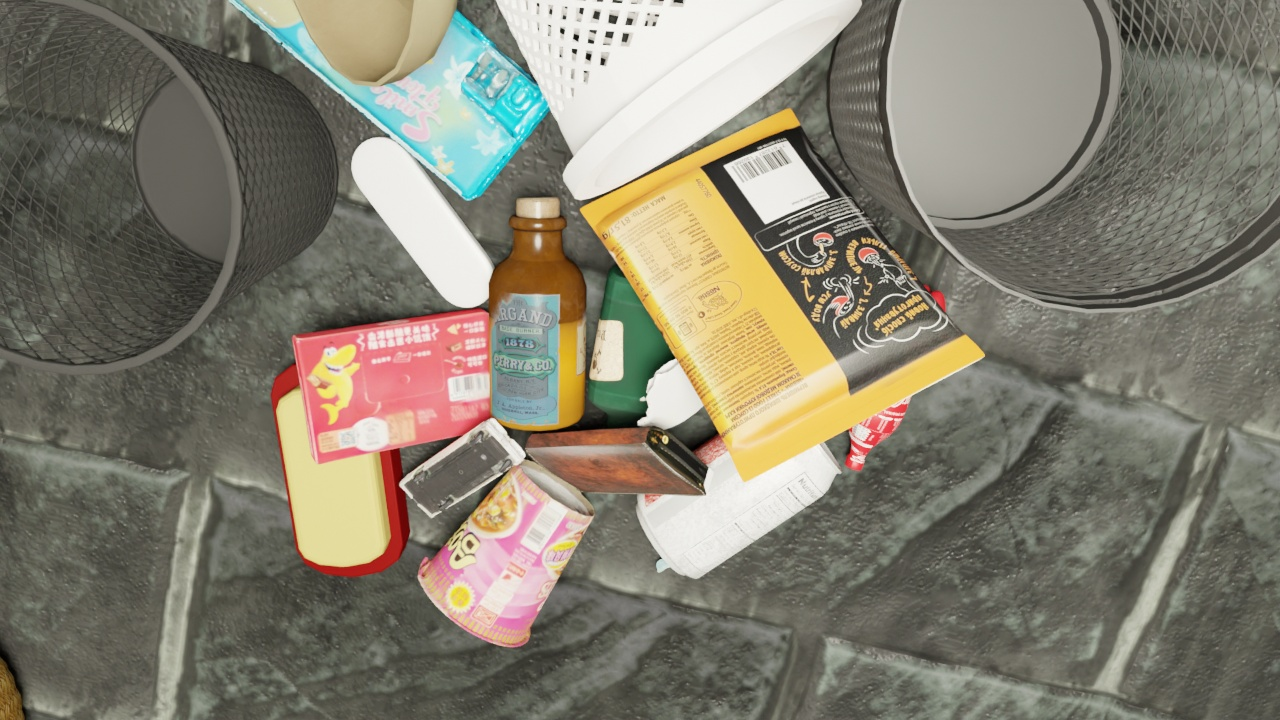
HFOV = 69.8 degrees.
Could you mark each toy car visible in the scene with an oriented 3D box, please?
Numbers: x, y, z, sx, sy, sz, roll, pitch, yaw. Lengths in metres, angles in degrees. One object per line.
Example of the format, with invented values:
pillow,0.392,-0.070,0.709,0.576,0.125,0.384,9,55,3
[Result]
toy car,-0.128,0.075,0.666,0.113,0.038,0.039,-34,103,33

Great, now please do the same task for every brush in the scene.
brush,-0.224,0.082,0.683,0.082,0.041,0.173,-3,105,1

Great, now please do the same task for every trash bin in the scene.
trash bin,0.219,-0.157,0.515,0.218,0.227,0.218,0,105,1
trash bin,-0.011,-0.232,0.531,0.196,0.195,0.199,-32,93,9
trash bin,-0.285,-0.109,0.544,0.184,0.210,0.184,0,105,1

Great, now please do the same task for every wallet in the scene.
wallet,-0.017,0.070,0.635,0.123,0.019,0.072,-6,142,43

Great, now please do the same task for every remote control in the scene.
remote control,-0.152,-0.097,0.648,0.043,0.013,0.136,-34,102,9

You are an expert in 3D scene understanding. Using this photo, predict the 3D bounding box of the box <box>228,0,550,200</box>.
box,-0.171,-0.213,0.602,0.227,0.041,0.094,40,102,-9

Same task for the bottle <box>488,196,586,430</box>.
bottle,-0.071,-0.035,0.636,0.068,0.067,0.157,2,105,0

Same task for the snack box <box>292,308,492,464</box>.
snack box,-0.168,0.016,0.645,0.132,0.021,0.089,-10,106,-25

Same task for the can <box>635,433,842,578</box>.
can,0.070,0.091,0.663,0.136,0.078,0.078,-36,102,10

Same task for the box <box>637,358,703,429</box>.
box,0.081,0.002,0.609,0.140,0.141,0.084,15,148,14

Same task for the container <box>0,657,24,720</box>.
container,-0.638,0.308,0.673,0.307,0.196,0.307,0,104,0

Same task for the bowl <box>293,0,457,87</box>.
bowl,-0.148,-0.237,0.521,0.050,0.153,0.152,-25,109,-39

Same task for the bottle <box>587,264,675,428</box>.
bottle,-0.004,0.004,0.648,0.061,0.061,0.131,10,105,-4

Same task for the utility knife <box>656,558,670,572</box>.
utility knife,0.065,0.131,0.708,0.126,0.015,0.022,-30,107,12

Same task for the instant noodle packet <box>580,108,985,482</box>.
instant noodle packet,0.079,-0.052,0.573,0.159,0.032,0.220,-27,64,-7

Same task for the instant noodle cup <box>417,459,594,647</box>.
instant noodle cup,-0.092,0.136,0.675,0.097,0.097,0.108,35,95,-8

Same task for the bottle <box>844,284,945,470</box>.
bottle,0.176,0.013,0.659,0.042,0.042,0.142,16,105,-4
